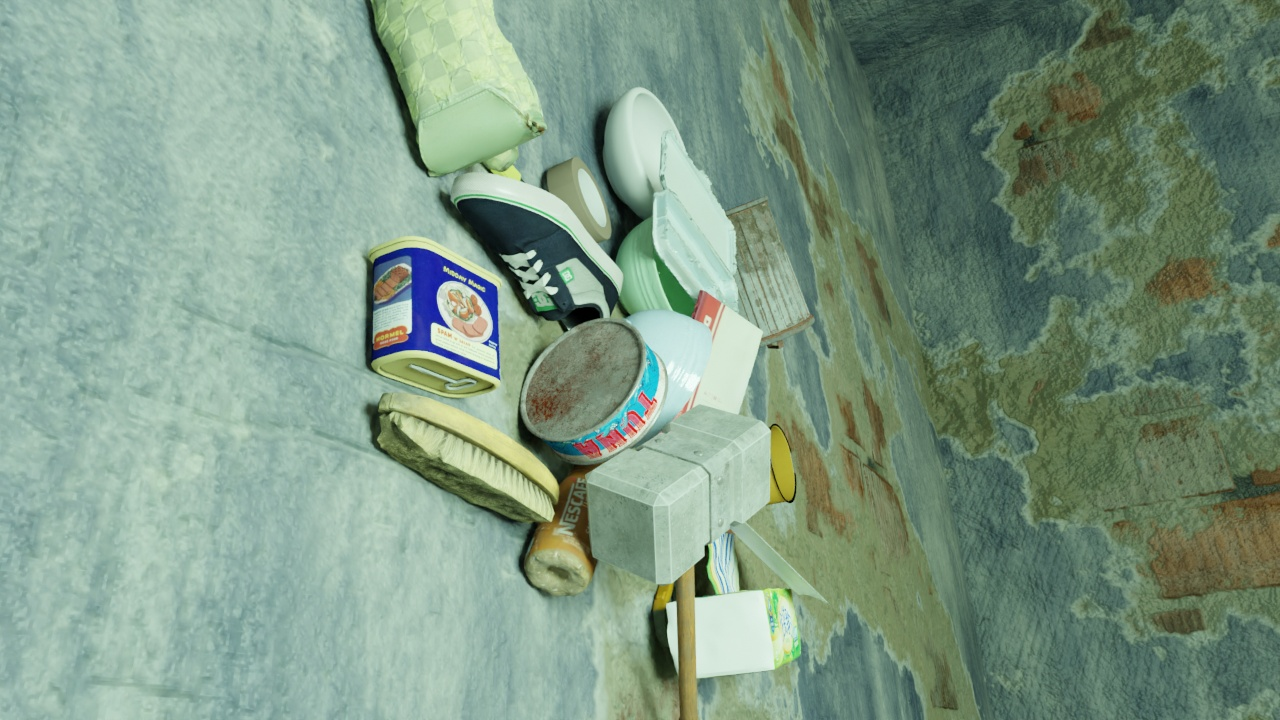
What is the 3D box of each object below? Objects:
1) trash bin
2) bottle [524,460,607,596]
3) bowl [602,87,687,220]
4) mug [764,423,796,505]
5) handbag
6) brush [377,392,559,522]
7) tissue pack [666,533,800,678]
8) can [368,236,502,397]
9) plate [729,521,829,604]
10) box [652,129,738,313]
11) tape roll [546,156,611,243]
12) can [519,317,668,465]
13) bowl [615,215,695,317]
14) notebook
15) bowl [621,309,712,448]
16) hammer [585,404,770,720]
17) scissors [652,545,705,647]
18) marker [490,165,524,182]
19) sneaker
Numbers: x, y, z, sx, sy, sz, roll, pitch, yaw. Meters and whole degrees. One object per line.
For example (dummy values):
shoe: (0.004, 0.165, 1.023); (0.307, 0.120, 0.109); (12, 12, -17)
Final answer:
trash bin: (0.161, -0.116, 1.325); (0.130, 0.131, 0.211); (-36, 106, -63)
bottle: (-0.054, 0.130, 0.821); (0.059, 0.059, 0.166); (59, 29, -29)
bowl: (0.001, -0.243, 1.140); (0.176, 0.066, 0.176); (41, 41, -49)
mug: (0.132, 0.131, 1.159); (0.124, 0.094, 0.100); (54, 31, -41)
handbag: (-0.149, -0.255, 0.790); (0.116, 0.113, 0.186); (-37, 109, -71)
brush: (-0.127, 0.079, 0.703); (0.195, 0.059, 0.043); (42, 49, -46)
tissue pack: (0.099, 0.254, 0.976); (0.198, 0.120, 0.141); (52, 30, -72)
can: (-0.156, -0.029, 0.708); (0.116, 0.057, 0.092); (28, 52, -57)
plate: (0.137, 0.213, 1.040); (0.188, 0.016, 0.188); (44, -2, 2)
box: (0.068, -0.147, 1.089); (0.209, 0.037, 0.188); (45, 35, -49)
tape roll: (-0.065, -0.169, 0.986); (0.093, 0.030, 0.093); (-19, 90, -75)
can: (-0.042, 0.027, 0.821); (0.044, 0.130, 0.129); (49, 35, -42)
bowl: (0.018, -0.094, 1.077); (0.151, 0.077, 0.150); (42, 40, -49)
notebook: (0.076, 0.041, 1.060); (0.153, 0.012, 0.208); (27, 79, -52)
bowl: (-0.005, 0.005, 0.917); (0.074, 0.151, 0.150); (36, 40, -20)
hammer: (0.040, 0.216, 0.816); (0.162, 0.083, 0.318); (-28, 123, -46)
scissors: (0.035, 0.215, 1.008); (0.225, 0.016, 0.216); (32, 48, -58)
marker: (-0.119, -0.169, 0.908); (0.124, 0.018, 0.021); (48, 37, -46)
sneaker: (-0.092, -0.089, 0.852); (0.235, 0.084, 0.079); (39, 55, -52)
